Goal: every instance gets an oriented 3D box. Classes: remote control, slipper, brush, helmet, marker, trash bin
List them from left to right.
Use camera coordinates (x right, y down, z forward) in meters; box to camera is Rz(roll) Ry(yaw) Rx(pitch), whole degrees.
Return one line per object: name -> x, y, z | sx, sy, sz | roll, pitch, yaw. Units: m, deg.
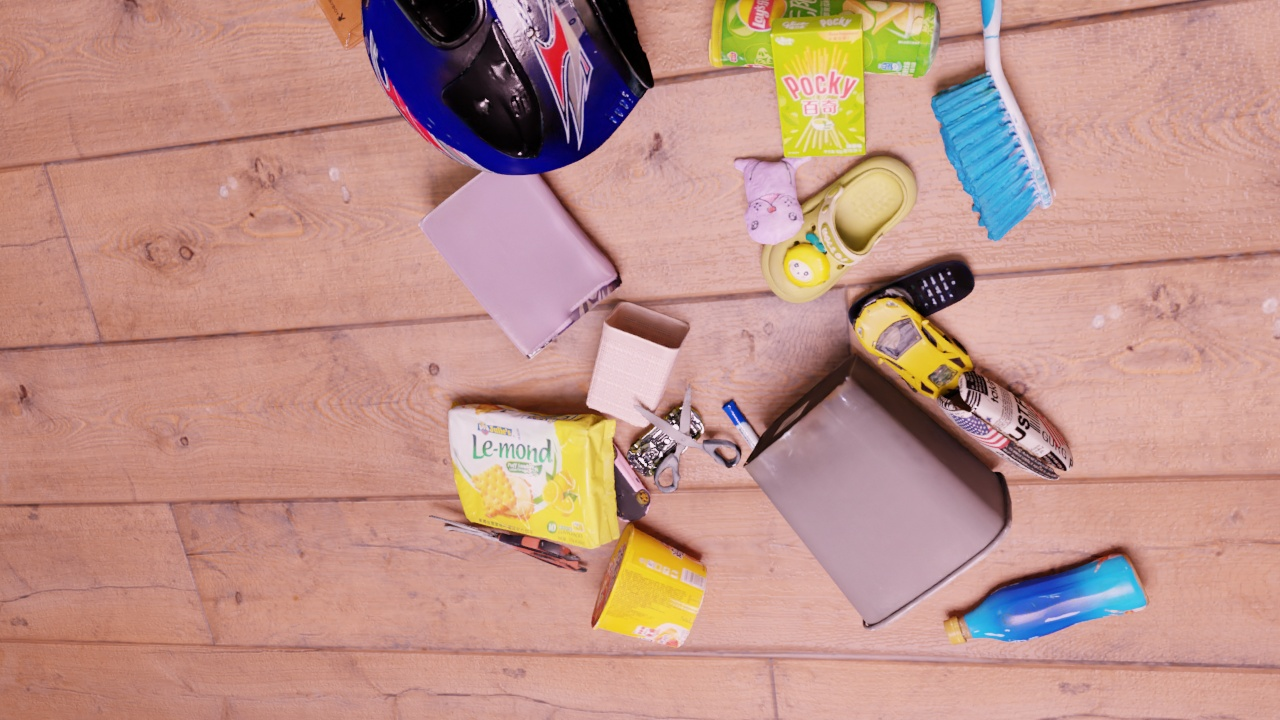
helmet -> -0.145, -0.324, 0.874 | 0.241, 0.246, 0.315 | -21, 135, 14
marker -> 0.145, 0.110, 1.100 | 0.017, 0.016, 0.146 | -33, 98, 21
slipper -> 0.206, -0.137, 0.966 | 0.191, 0.081, 0.091 | -42, 93, 20
trash bin -> 0.247, 0.132, 0.996 | 0.220, 0.198, 0.199 | 45, 113, 2
remote control -> 0.293, -0.068, 0.997 | 0.137, 0.024, 0.053 | -24, 108, 21
brush -> 0.332, -0.278, 0.895 | 0.110, 0.060, 0.314 | -25, 105, 14

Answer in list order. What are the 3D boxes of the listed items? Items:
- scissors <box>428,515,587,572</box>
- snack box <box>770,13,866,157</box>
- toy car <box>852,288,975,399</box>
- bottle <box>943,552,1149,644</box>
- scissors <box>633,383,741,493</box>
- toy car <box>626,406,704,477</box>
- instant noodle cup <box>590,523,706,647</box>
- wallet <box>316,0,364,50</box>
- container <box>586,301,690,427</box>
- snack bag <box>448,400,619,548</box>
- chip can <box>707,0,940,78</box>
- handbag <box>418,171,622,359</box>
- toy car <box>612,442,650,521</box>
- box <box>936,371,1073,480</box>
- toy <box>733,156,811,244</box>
scissors -> -0.165, 0.236, 1.186 | 0.221, 0.015, 0.190 | 26, 159, -19
snack box -> 0.178, -0.267, 0.906 | 0.086, 0.026, 0.156 | 3, 147, 16
toy car -> 0.293, -0.013, 0.990 | 0.156, 0.041, 0.071 | 36, 114, -23
bottle -> 0.460, 0.283, 1.057 | 0.219, 0.065, 0.065 | -23, 102, 20
scissors -> 0.049, 0.095, 1.072 | 0.181, 0.014, 0.160 | 21, 121, -29
toy car -> 0.031, 0.096, 1.115 | 0.105, 0.032, 0.048 | -42, 95, 14
instant noodle cup -> 0.013, 0.284, 1.136 | 0.110, 0.137, 0.138 | 22, 112, -4
wallet -> -0.303, -0.423, 1.017 | 0.132, 0.031, 0.108 | -25, 100, 21
container -> -0.006, 0.006, 1.063 | 0.090, 0.090, 0.111 | 21, 115, 6
snack bag -> -0.130, 0.133, 1.127 | 0.247, 0.068, 0.158 | 5, 108, 31
chip can -> 0.181, -0.323, 0.910 | 0.221, 0.072, 0.073 | 6, 110, 11
handbag -> -0.133, -0.121, 1.043 | 0.145, 0.098, 0.197 | -38, 96, 6
toy car -> -0.032, 0.145, 1.142 | 0.056, 0.037, 0.122 | -28, 101, 34
box -> 0.389, 0.084, 0.992 | 0.163, 0.074, 0.081 | 33, 122, -16
toy -> 0.143, -0.171, 0.974 | 0.084, 0.039, 0.107 | -6, 66, 16
